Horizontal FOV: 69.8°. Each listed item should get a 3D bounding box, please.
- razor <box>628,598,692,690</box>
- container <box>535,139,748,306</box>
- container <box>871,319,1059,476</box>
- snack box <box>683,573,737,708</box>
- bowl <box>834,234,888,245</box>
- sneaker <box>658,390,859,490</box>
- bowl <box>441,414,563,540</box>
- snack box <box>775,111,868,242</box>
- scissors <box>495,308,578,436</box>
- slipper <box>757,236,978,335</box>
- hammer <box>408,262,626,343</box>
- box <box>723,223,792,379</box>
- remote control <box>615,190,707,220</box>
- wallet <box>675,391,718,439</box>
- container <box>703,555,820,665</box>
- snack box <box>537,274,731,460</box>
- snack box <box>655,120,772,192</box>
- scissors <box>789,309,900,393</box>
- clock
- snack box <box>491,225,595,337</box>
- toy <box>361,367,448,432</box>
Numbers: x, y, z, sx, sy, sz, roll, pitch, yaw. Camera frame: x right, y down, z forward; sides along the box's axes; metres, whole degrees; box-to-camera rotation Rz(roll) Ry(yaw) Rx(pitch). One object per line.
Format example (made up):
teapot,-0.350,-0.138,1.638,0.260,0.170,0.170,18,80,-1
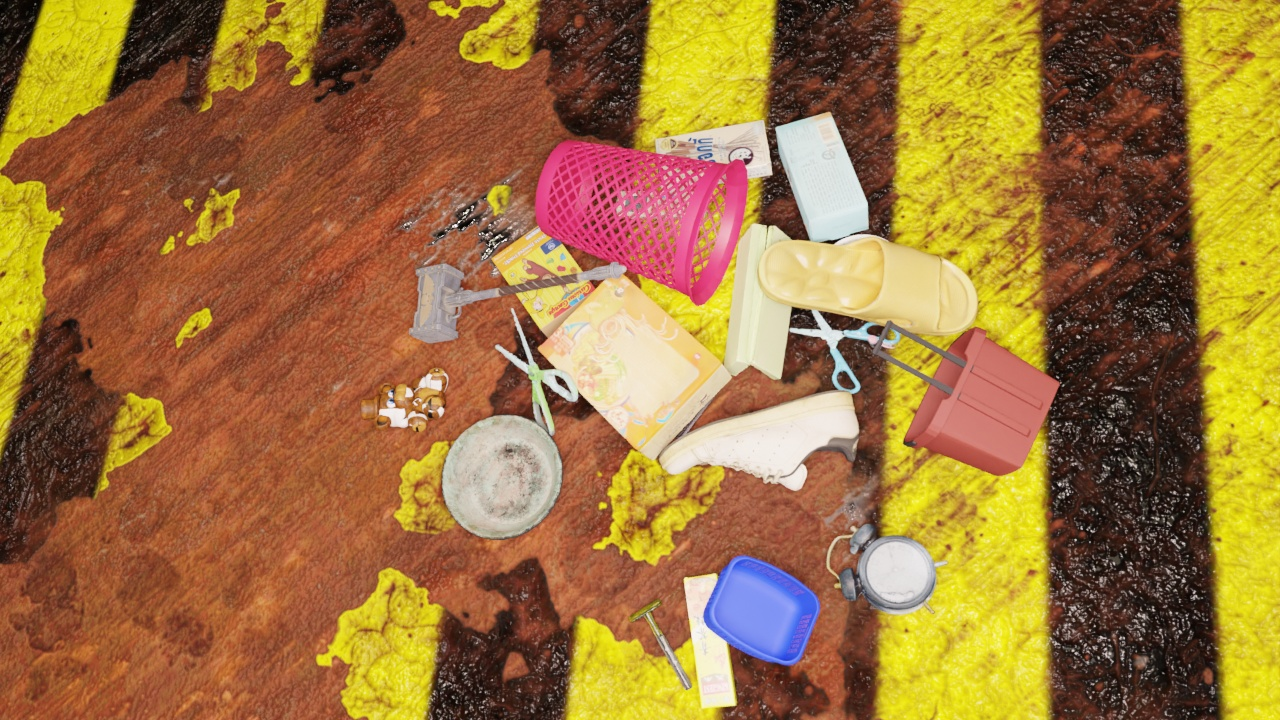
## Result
razor,0.030,0.336,1.075,0.042,0.026,0.106,-31,75,-2
container,-0.004,-0.190,1.156,0.226,0.183,0.183,19,78,18
container,0.350,0.033,1.049,0.201,0.127,0.148,28,80,7
snack box,0.081,0.324,1.064,0.040,0.029,0.147,-10,72,8
bowl,0.277,-0.098,1.147,0.110,0.040,0.109,-2,74,7
sneaker,0.146,0.112,1.092,0.241,0.089,0.102,-16,79,1
bowl,-0.170,0.149,1.158,0.157,0.038,0.157,-3,73,10
snack box,0.230,-0.235,1.173,0.075,0.053,0.174,-15,56,5
scissors,-0.130,0.015,1.154,0.023,0.169,0.171,-24,103,-30
slipper,0.271,-0.098,1.083,0.263,0.078,0.099,8,72,5
hammer,-0.158,-0.091,1.170,0.323,0.044,0.098,-7,71,29
box,0.146,-0.076,1.150,0.089,0.078,0.187,8,75,12
remote control,0.029,-0.210,1.240,0.126,0.018,0.038,3,74,12
wallet,0.030,0.037,1.169,0.115,0.018,0.091,35,83,22
container,0.132,0.283,1.034,0.114,0.058,0.096,29,68,-1
snack box,-0.007,0.007,1.135,0.145,0.080,0.195,-46,63,-1
snack box,0.097,-0.274,1.233,0.150,0.026,0.081,-8,59,8
scissors,0.250,-0.013,1.145,0.136,0.015,0.125,7,74,19
clock,0.277,0.238,1.043,0.129,0.052,0.090,15,77,19
snack box,-0.125,-0.108,1.226,0.088,0.040,0.126,-36,71,-1
toy,-0.307,0.056,1.199,0.112,0.067,0.087,-3,48,-3
